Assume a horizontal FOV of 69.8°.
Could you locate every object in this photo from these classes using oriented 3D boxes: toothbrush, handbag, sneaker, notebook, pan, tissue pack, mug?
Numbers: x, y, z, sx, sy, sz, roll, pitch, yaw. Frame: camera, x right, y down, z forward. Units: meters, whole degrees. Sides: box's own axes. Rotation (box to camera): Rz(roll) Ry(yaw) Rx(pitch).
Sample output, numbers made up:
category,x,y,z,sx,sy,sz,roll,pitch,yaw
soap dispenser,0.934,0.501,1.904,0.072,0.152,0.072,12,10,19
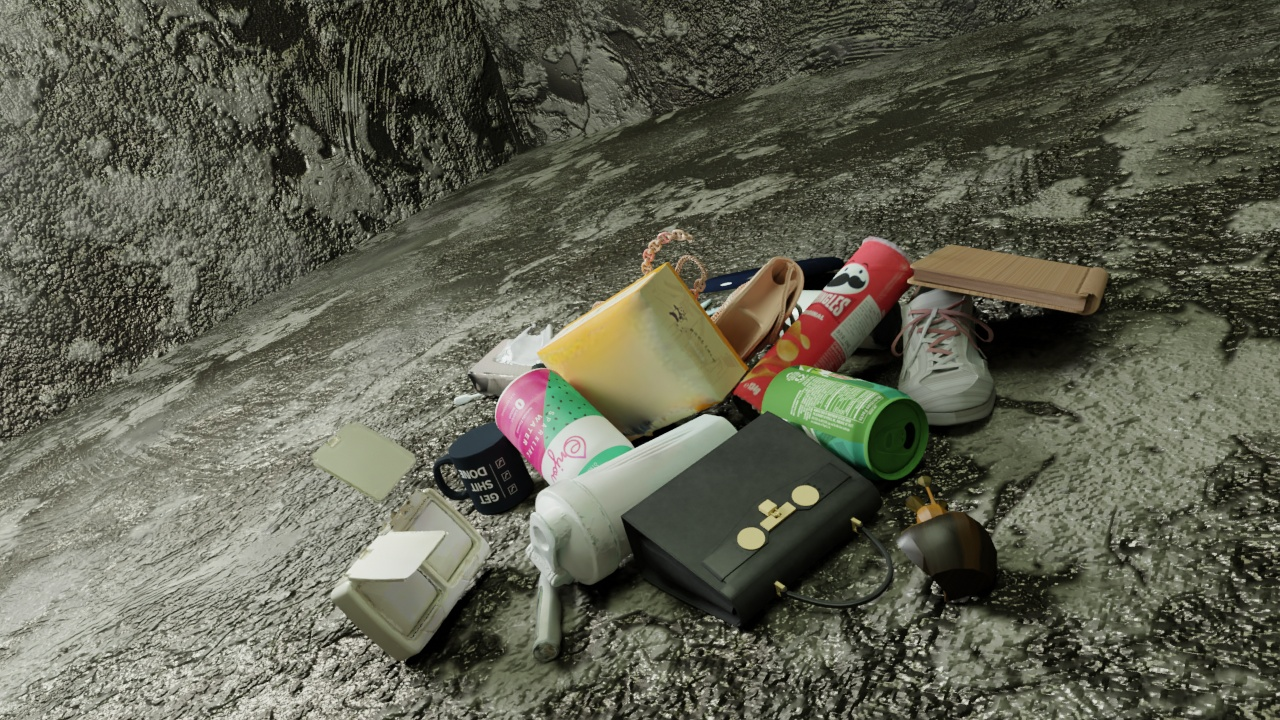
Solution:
category,x,y,z,sx,sy,sz,roll,pitch,yaw
toothbrush,-0.084,0.204,0.834,0.024,0.022,0.185,-5,23,-3
handbag,0.117,0.146,0.755,0.175,0.072,0.196,-32,35,-25
sneaker,0.298,-0.022,0.917,0.099,0.089,0.235,-14,23,19
notebook,0.382,-0.087,0.938,0.169,0.022,0.209,14,18,26
pan,0.134,-0.117,1.329,0.198,0.021,0.357,-14,6,-35
handbag,0.074,-0.078,1.018,0.116,0.187,0.199,-53,-1,-39
tissue pack,-0.155,0.002,1.293,0.182,0.071,0.103,3,40,43
toothbrush,-0.187,0.035,1.341,0.187,0.012,0.017,-16,19,13
mug,-0.183,0.125,1.035,0.105,0.077,0.071,-16,22,14

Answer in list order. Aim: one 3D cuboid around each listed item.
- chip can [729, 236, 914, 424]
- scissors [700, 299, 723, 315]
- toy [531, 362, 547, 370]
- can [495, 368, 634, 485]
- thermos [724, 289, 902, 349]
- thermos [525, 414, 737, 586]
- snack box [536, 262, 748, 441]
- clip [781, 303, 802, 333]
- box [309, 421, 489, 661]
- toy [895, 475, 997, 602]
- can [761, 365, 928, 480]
category,x,y,z,sx,sy,sz,roll,pitch,yaw
chip can,0.192,-0.024,0.960,0.232,0.073,0.073,-47,28,-11
scissors,0.042,-0.050,1.327,0.159,0.014,0.172,-1,30,41
toy,-0.080,0.030,1.137,0.119,0.097,0.100,-32,5,-5
can,-0.076,0.083,0.955,0.088,0.088,0.166,-31,49,-22
thermos,0.202,-0.052,1.112,0.067,0.068,0.230,-36,25,-32
thermos,-0.002,0.128,0.849,0.219,0.099,0.099,-26,21,-30
snack box,-0.006,0.006,0.990,0.196,0.145,0.080,-28,13,47
clip,0.182,-0.032,1.068,0.023,0.076,0.047,4,34,47
box,-0.218,0.148,0.824,0.101,0.194,0.143,-32,17,38
toy,0.222,0.128,0.678,0.076,0.063,0.100,12,35,-12
can,0.186,0.056,0.847,0.083,0.083,0.144,-31,24,-22
